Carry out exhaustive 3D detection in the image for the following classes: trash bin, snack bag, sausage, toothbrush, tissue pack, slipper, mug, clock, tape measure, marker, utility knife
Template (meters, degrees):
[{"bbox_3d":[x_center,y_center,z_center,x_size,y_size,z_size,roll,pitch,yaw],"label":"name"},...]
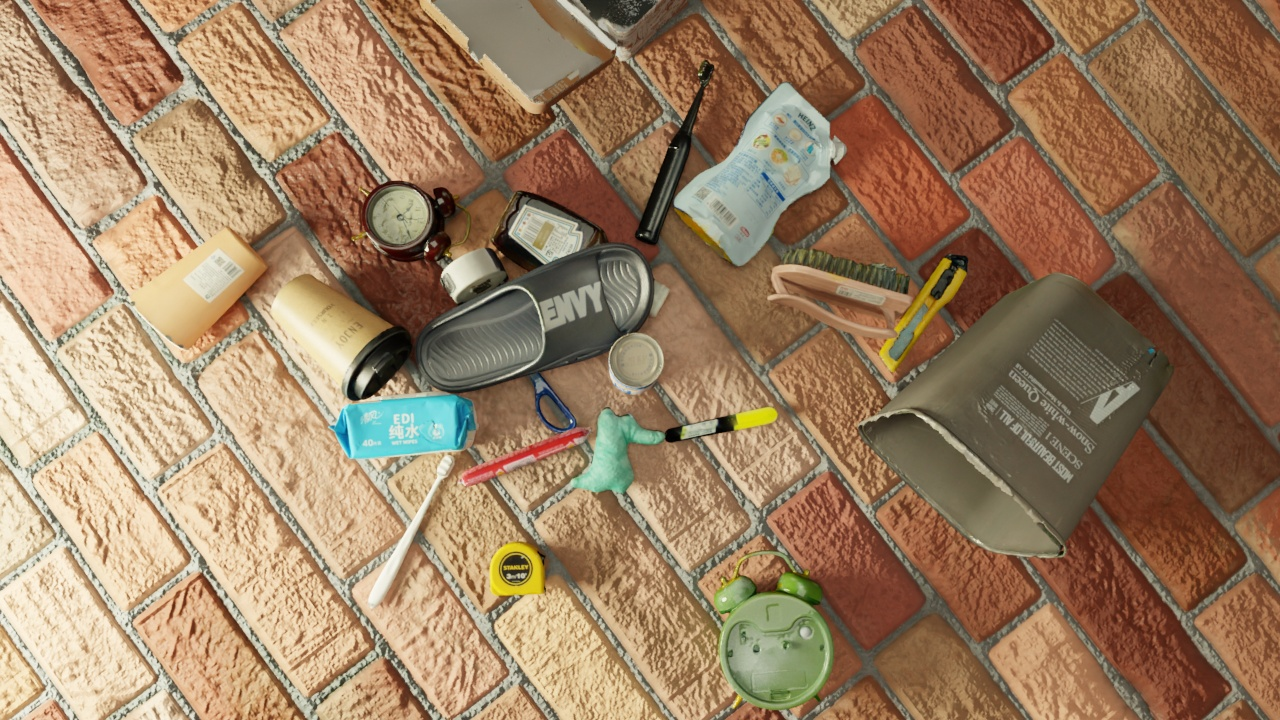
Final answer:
[{"bbox_3d":[0.375,0.050,0.911,0.199,0.199,0.219,44,81,3],"label":"trash bin"},{"bbox_3d":[0.133,-0.202,0.999,0.110,0.039,0.191,43,85,8],"label":"snack bag"},{"bbox_3d":[-0.123,0.102,0.978,0.156,0.020,0.020,-21,86,2],"label":"sausage"},{"bbox_3d":[-0.244,0.182,0.975,0.016,0.016,0.180,27,86,4],"label":"toothbrush"},{"bbox_3d":[-0.238,0.066,0.947,0.140,0.090,0.063,-5,85,-1],"label":"tissue pack"},{"bbox_3d":[-0.110,-0.033,0.938,0.268,0.083,0.111,-21,100,6],"label":"slipper"},{"bbox_3d":[-0.460,-0.080,0.966,0.122,0.078,0.078,-44,87,-8],"label":"mug"},{"bbox_3d":[-0.242,-0.148,0.981,0.122,0.055,0.082,7,85,-2],"label":"clock"},{"bbox_3d":[0.136,0.279,0.952,0.116,0.056,0.161,-4,86,-2],"label":"clock"},{"bbox_3d":[0.041,-0.230,1.004,0.026,0.027,0.212,16,85,39],"label":"toothbrush"},{"bbox_3d":[-0.129,0.220,0.967,0.060,0.029,0.057,-3,87,-1],"label":"tape measure"},{"bbox_3d":[0.086,0.070,0.989,0.124,0.015,0.018,-12,85,1],"label":"marker"},{"bbox_3d":[0.310,-0.054,0.999,0.033,0.015,0.154,35,86,5],"label":"utility knife"},{"bbox_3d":[-0.177,-0.089,0.971,0.065,0.066,0.033,-31,83,-4],"label":"tape measure"}]

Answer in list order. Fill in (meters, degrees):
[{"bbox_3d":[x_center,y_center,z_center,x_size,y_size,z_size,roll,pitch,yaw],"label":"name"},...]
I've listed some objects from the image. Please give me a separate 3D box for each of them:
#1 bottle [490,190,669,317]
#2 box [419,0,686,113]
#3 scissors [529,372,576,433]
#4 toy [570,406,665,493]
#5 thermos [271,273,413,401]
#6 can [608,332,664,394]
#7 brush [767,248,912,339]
[{"bbox_3d":[-0.061,-0.108,0.986,0.195,0.044,0.080,29,93,0],"label":"bottle"},{"bbox_3d":[-0.080,-0.392,0.975,0.178,0.107,0.271,44,74,3],"label":"box"},{"bbox_3d":[-0.110,0.000,0.993,0.162,0.012,0.176,-28,85,-1],"label":"scissors"},{"bbox_3d":[-0.023,0.096,0.978,0.096,0.030,0.092,5,88,-3],"label":"toy"},{"bbox_3d":[-0.311,-0.026,0.958,0.143,0.093,0.093,37,86,9],"label":"thermos"},{"bbox_3d":[-0.006,0.005,0.932,0.053,0.134,0.053,0,85,-1],"label":"can"},{"bbox_3d":[0.210,-0.072,0.976,0.145,0.063,0.073,16,75,1],"label":"brush"}]
